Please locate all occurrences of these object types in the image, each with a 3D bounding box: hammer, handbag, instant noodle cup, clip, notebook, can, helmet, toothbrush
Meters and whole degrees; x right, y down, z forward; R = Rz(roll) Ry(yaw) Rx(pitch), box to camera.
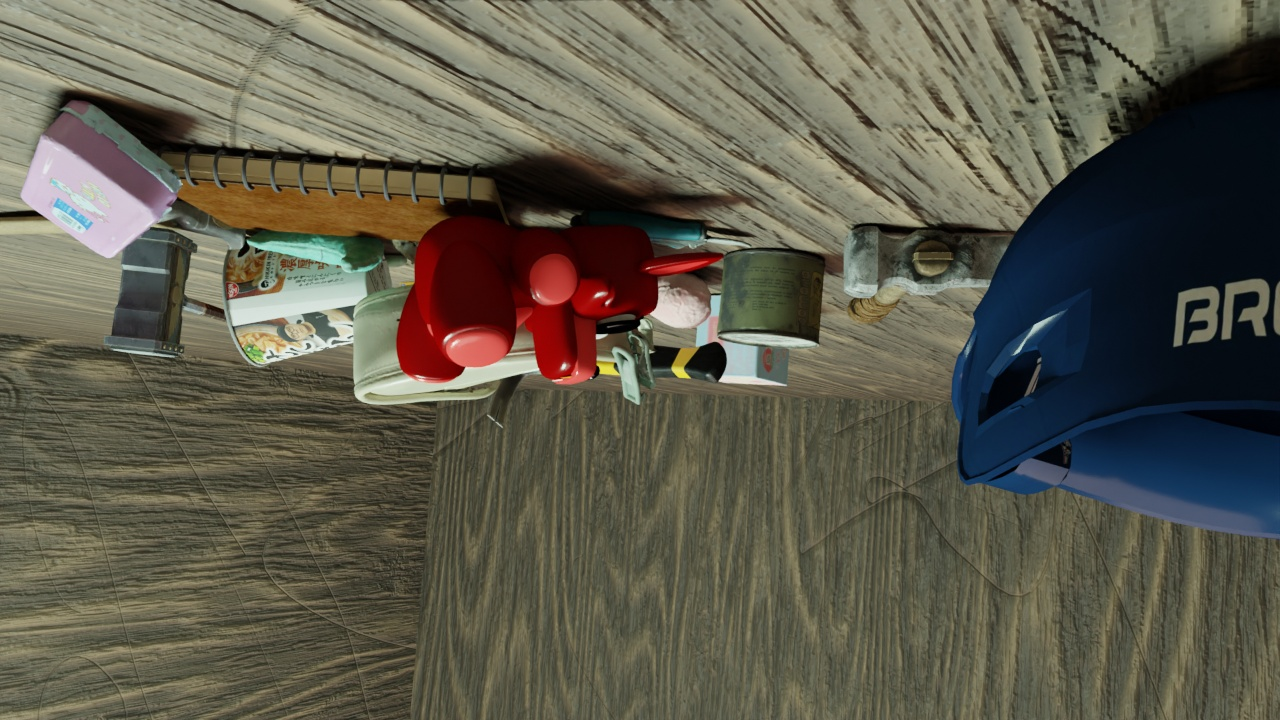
[{"bbox_3d":[-0.041,0.002,0.964,0.325,0.169,0.034,3,146,45],"label":"hammer"},{"bbox_3d":[-0.126,-0.036,0.812,0.230,0.131,0.184,-11,166,28],"label":"handbag"},{"bbox_3d":[-0.305,-0.061,0.865,0.122,0.123,0.123,-5,175,1],"label":"instant noodle cup"},{"bbox_3d":[0.223,-0.063,0.806,0.121,0.049,0.318,1,176,5],"label":"hammer"},{"bbox_3d":[-0.488,-0.117,0.807,0.332,0.030,0.119,1,174,23],"label":"hammer"},{"bbox_3d":[-0.005,0.005,0.774,0.023,0.044,0.076,27,152,25],"label":"clip"},{"bbox_3d":[-0.406,-0.047,0.863,0.044,0.098,0.322,6,176,-7],"label":"hammer"},{"bbox_3d":[-0.209,-0.114,0.662,0.225,0.024,0.167,4,176,-3],"label":"notebook"},{"bbox_3d":[0.115,-0.053,0.807,0.090,0.074,0.090,5,175,0],"label":"can"},{"bbox_3d":[0.270,0.001,0.422,0.232,0.222,0.273,17,147,11],"label":"helmet"},{"bbox_3d":[-0.303,-0.100,0.933,0.155,0.015,0.022,1,176,21],"label":"toothbrush"}]

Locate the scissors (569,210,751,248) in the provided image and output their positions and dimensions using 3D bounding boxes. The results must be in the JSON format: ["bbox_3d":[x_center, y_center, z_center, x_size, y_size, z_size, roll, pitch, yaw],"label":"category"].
[{"bbox_3d":[0.016,-0.097,0.707,0.138,0.019,0.136,0,175,25],"label":"scissors"}]

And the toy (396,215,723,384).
[{"bbox_3d":[-0.063,-0.042,0.641,0.196,0.120,0.159,-7,172,-27],"label":"toy"}]

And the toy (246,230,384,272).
[{"bbox_3d":[-0.261,-0.094,0.760,0.105,0.033,0.085,12,-161,10],"label":"toy"}]

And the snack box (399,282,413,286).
[{"bbox_3d":[-0.221,-0.045,1.065,0.126,0.088,0.040,1,174,28],"label":"snack box"}]

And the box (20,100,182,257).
[{"bbox_3d":[-0.354,-0.112,0.598,0.076,0.033,0.215,42,155,-28],"label":"box"}]

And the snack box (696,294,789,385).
[{"bbox_3d":[0.116,-0.022,1.036,0.080,0.093,0.094,1,175,31],"label":"snack box"}]

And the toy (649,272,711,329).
[{"bbox_3d":[0.020,-0.064,0.905,0.105,0.053,0.108,15,177,0],"label":"toy"}]
